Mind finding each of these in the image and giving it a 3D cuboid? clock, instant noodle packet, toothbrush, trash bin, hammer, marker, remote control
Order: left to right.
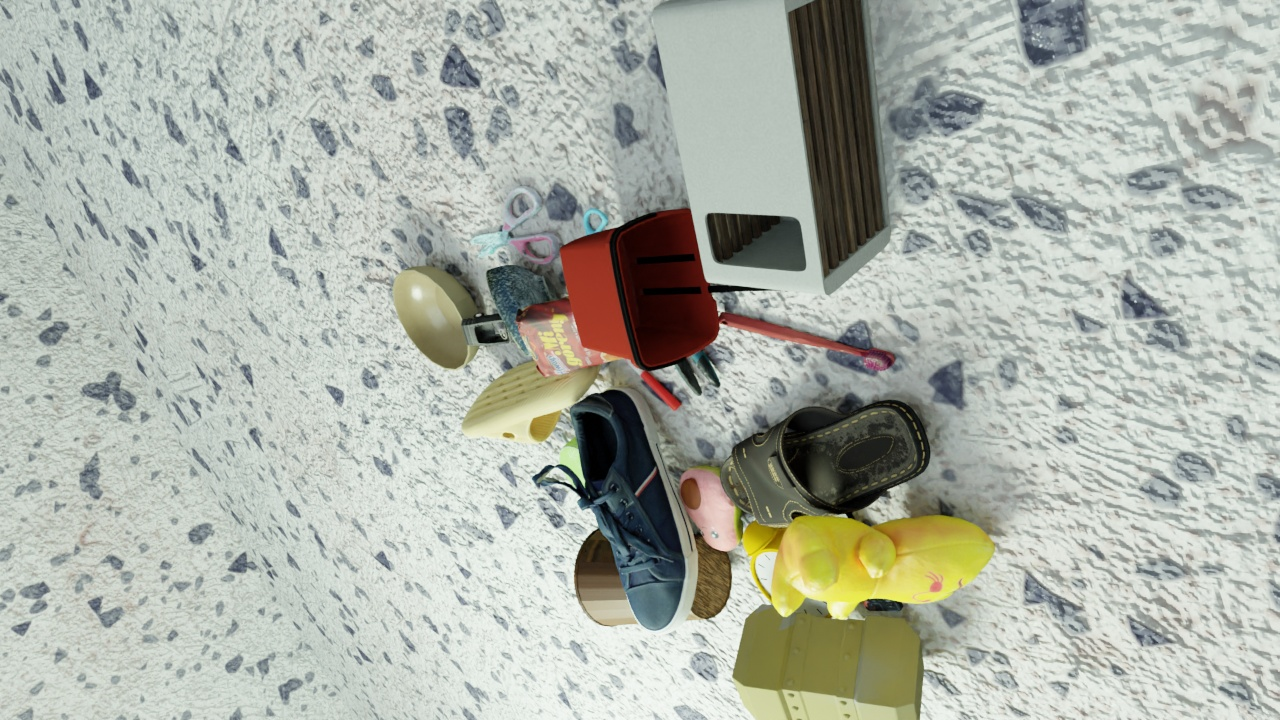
[{"bbox_3d":[-0.066,-0.032,1.030,0.135,0.039,0.099,-13,132,8],"label":"instant noodle packet"},{"bbox_3d":[-0.060,0.135,1.202,0.120,0.042,0.094,-12,110,48],"label":"clock"},{"bbox_3d":[-0.006,0.006,1.072,0.142,0.012,0.013,45,141,10],"label":"marker"},{"bbox_3d":[0.110,-0.181,0.729,0.115,0.114,0.229,11,126,40],"label":"trash bin"},{"bbox_3d":[0.174,0.233,1.036,0.114,0.051,0.152,-2,120,46],"label":"clock"},{"bbox_3d":[0.154,-0.020,0.888,0.190,0.016,0.016,17,131,36],"label":"toothbrush"},{"bbox_3d":[0.237,0.425,1.073,0.190,0.100,0.325,0,134,23],"label":"hammer"},{"bbox_3d":[0.231,0.204,0.981,0.047,0.022,0.150,-16,108,49],"label":"remote control"}]

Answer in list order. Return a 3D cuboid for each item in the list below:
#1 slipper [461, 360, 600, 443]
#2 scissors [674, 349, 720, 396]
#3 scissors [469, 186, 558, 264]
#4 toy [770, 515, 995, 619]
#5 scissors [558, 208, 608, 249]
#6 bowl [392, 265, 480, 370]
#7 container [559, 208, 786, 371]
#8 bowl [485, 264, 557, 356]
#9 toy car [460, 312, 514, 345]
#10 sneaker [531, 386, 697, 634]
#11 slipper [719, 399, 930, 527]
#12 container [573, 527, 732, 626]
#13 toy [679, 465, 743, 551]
[{"bbox_3d":[-0.127,0.053,1.172,0.079,0.111,0.262,43,142,-24],"label":"slipper"},{"bbox_3d":[0.036,-0.022,1.004,0.127,0.019,0.142,24,132,32],"label":"scissors"},{"bbox_3d":[-0.164,-0.163,1.103,0.179,0.016,0.103,5,118,48],"label":"scissors"},{"bbox_3d":[0.223,0.191,0.877,0.135,0.193,0.087,102,164,-55],"label":"toy"},{"bbox_3d":[-0.053,-0.118,1.025,0.135,0.015,0.134,29,136,23],"label":"scissors"},{"bbox_3d":[-0.267,-0.064,1.249,0.152,0.050,0.153,26,134,29],"label":"bowl"},{"bbox_3d":[0.026,-0.071,0.892,0.201,0.126,0.148,5,113,49],"label":"container"},{"bbox_3d":[-0.131,-0.068,1.091,0.114,0.061,0.114,-23,-92,-87],"label":"bowl"},{"bbox_3d":[-0.182,-0.039,1.171,0.092,0.037,0.040,-6,120,8],"label":"toy car"},{"bbox_3d":[-0.028,0.178,1.057,0.121,0.127,0.294,-19,83,35],"label":"sneaker"},{"bbox_3d":[0.166,0.107,0.914,0.269,0.075,0.113,-27,78,50],"label":"slipper"},{"bbox_3d":[0.020,0.275,1.169,0.168,0.131,0.132,-11,110,42],"label":"container"},{"bbox_3d":[0.089,0.174,1.074,0.090,0.051,0.110,-2,118,50],"label":"toy"}]
